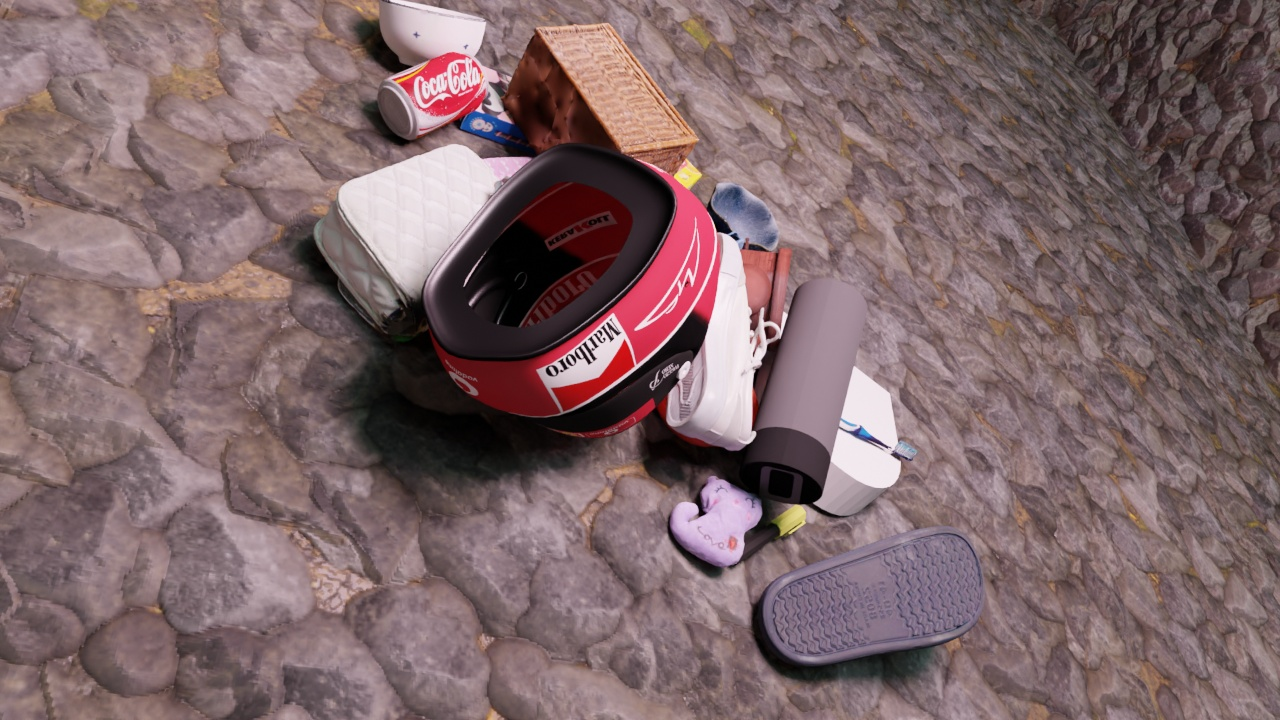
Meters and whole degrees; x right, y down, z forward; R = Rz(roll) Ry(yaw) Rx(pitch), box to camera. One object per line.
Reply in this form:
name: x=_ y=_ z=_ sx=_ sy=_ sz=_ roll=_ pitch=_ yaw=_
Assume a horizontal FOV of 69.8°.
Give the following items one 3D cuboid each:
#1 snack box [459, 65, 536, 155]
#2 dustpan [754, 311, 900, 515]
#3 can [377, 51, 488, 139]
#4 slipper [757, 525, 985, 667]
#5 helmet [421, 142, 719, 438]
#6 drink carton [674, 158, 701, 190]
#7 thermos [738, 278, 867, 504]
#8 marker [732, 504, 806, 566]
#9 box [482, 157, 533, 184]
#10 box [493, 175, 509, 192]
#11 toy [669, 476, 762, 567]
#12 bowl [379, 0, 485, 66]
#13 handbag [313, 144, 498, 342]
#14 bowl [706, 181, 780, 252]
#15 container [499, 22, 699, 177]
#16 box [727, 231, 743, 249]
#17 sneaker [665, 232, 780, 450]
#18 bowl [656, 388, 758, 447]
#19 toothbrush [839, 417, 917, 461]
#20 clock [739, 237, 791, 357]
snack box: x=-0.136 y=-0.284 z=1.062 sx=0.154 sy=0.033 sz=0.087 roll=13 pitch=50 yaw=-33
dustpan: x=0.215 y=0.069 z=1.082 sx=0.191 sy=0.053 sz=0.257 roll=36 pitch=29 yaw=-11
can: x=-0.213 y=-0.275 z=0.947 sx=0.104 sy=0.064 sz=0.064 roll=-38 pitch=85 yaw=-34
slipper: x=0.225 y=0.241 z=0.909 sx=0.267 sy=0.084 sz=0.110 roll=-8 pitch=70 yaw=-24
helmet: x=-0.047 y=-0.045 z=0.796 sx=0.198 sy=0.225 sz=0.270 roll=29 pitch=67 yaw=23
drink carton: x=0.012 y=-0.262 z=1.165 sx=0.134 sy=0.043 sz=0.058 roll=45 pitch=39 yaw=-1
thermos: x=0.171 y=0.029 z=0.944 sx=0.082 sy=0.082 sz=0.239 roll=33 pitch=54 yaw=-15
marker: x=0.127 y=0.176 z=0.915 sx=0.123 sy=0.018 sz=0.021 roll=-20 pitch=71 yaw=-46
box: x=-0.065 y=-0.158 z=1.019 sx=0.229 sy=0.035 sz=0.159 roll=-14 pitch=67 yaw=-45
box: x=-0.079 y=-0.125 z=0.914 sx=0.064 sy=0.056 sz=0.188 roll=25 pitch=-8 yaw=37
toy: x=0.072 y=0.149 z=0.876 sx=0.080 sy=0.037 sz=0.099 roll=27 pitch=41 yaw=4
bowl: x=-0.229 y=-0.352 z=0.999 sx=0.113 sy=0.063 sz=0.113 roll=11 pitch=20 yaw=-4
handbag: x=-0.192 y=-0.109 z=0.839 sx=0.139 sy=0.073 sz=0.194 roll=54 pitch=39 yaw=-4
bowl: x=0.122 y=-0.171 z=1.173 sx=0.110 sy=0.055 sz=0.110 roll=23 pitch=44 yaw=-25
container: x=-0.050 y=-0.262 z=1.002 sx=0.112 sy=0.114 sz=0.198 roll=-19 pitch=69 yaw=-43
box: x=0.046 y=-0.106 z=1.048 sx=0.059 sy=0.068 sz=0.209 roll=37 pitch=38 yaw=14
sneaker: x=0.083 y=-0.018 z=0.920 sx=0.090 sy=0.090 sz=0.241 roll=28 pitch=49 yaw=-27
bowl: x=0.059 y=0.041 z=0.948 sx=0.130 sy=0.045 sz=0.130 roll=23 pitch=45 yaw=-25
toothbrush: x=0.244 y=0.074 z=1.032 sx=0.189 sy=0.017 sz=0.016 roll=26 pitch=24 yaw=-26
clock: x=0.126 y=-0.065 z=1.032 sx=0.072 sy=0.121 sz=0.157 roll=8 pitch=32 yaw=9
